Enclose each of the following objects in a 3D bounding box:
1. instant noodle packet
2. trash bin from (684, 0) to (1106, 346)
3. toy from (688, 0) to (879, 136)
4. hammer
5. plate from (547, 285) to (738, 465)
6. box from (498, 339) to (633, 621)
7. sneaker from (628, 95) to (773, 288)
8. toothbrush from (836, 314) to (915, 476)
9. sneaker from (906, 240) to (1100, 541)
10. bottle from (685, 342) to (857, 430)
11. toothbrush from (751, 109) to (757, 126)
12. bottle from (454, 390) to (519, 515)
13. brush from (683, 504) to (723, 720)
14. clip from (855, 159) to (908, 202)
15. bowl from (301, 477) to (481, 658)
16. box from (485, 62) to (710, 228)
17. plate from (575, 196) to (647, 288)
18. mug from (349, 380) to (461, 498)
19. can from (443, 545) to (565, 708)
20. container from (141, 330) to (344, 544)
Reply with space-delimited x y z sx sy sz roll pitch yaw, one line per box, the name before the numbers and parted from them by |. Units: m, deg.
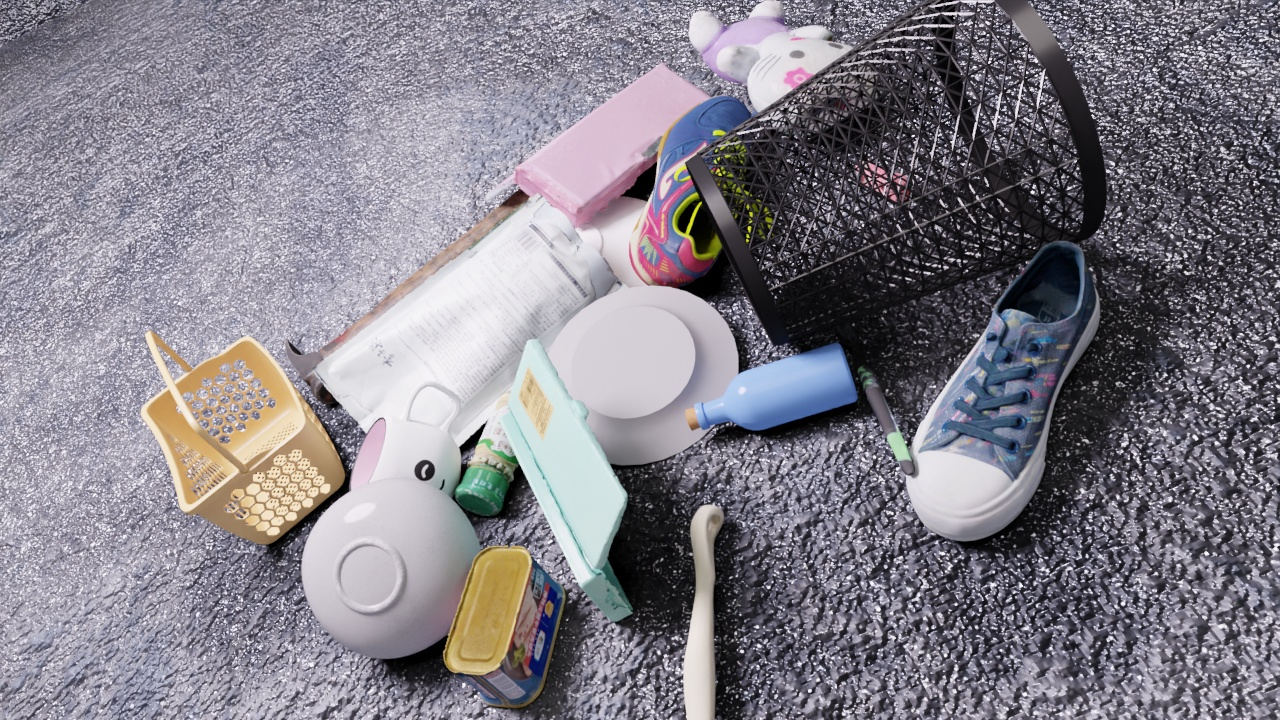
instant noodle packet | -0.152 -0.024 0.847 0.269 0.057 0.147 -41 80 -4
trash bin | 0.179 -0.136 0.707 0.243 0.217 0.216 -26 45 6
toy | 0.141 -0.297 0.938 0.137 0.086 0.209 -17 46 -23
hammer | -0.239 -0.090 0.999 0.329 0.033 0.120 -42 45 -14
plate | -0.005 0.005 0.778 0.173 0.019 0.172 -7 60 12
box | -0.057 0.087 0.682 0.056 0.138 0.187 -20 42 -16
sneaker | 0.074 -0.169 0.874 0.091 0.116 0.241 -19 42 51
toothbrush | 0.172 0.020 0.686 0.014 0.017 0.187 -35 31 19
sneaker | 0.249 0.012 0.633 0.087 0.079 0.235 18 61 36
bottle | 0.099 0.028 0.714 0.131 0.048 0.048 -18 46 11
toothbrush | 0.121 -0.262 0.983 0.016 0.017 0.189 22 63 37
bottle | -0.120 0.077 0.785 0.043 0.043 0.109 0 50 26
brush | 0.034 0.209 0.589 0.077 0.062 0.271 5 48 9
clip | 0.219 -0.169 0.837 0.023 0.041 0.059 -44 42 -10
bowl | -0.190 0.156 0.685 0.132 0.064 0.131 -1 86 7
box | -0.048 -0.242 0.992 0.173 0.075 0.232 22 54 39
plate | -0.076 -0.097 0.924 0.230 0.030 0.228 -14 47 15
mug | -0.187 0.078 0.773 0.090 0.076 0.124 27 94 62
can | -0.096 0.190 0.659 0.054 0.059 0.099 -5 50 22
container | -0.375 0.056 0.839 0.129 0.167 0.183 -41 45 -12
